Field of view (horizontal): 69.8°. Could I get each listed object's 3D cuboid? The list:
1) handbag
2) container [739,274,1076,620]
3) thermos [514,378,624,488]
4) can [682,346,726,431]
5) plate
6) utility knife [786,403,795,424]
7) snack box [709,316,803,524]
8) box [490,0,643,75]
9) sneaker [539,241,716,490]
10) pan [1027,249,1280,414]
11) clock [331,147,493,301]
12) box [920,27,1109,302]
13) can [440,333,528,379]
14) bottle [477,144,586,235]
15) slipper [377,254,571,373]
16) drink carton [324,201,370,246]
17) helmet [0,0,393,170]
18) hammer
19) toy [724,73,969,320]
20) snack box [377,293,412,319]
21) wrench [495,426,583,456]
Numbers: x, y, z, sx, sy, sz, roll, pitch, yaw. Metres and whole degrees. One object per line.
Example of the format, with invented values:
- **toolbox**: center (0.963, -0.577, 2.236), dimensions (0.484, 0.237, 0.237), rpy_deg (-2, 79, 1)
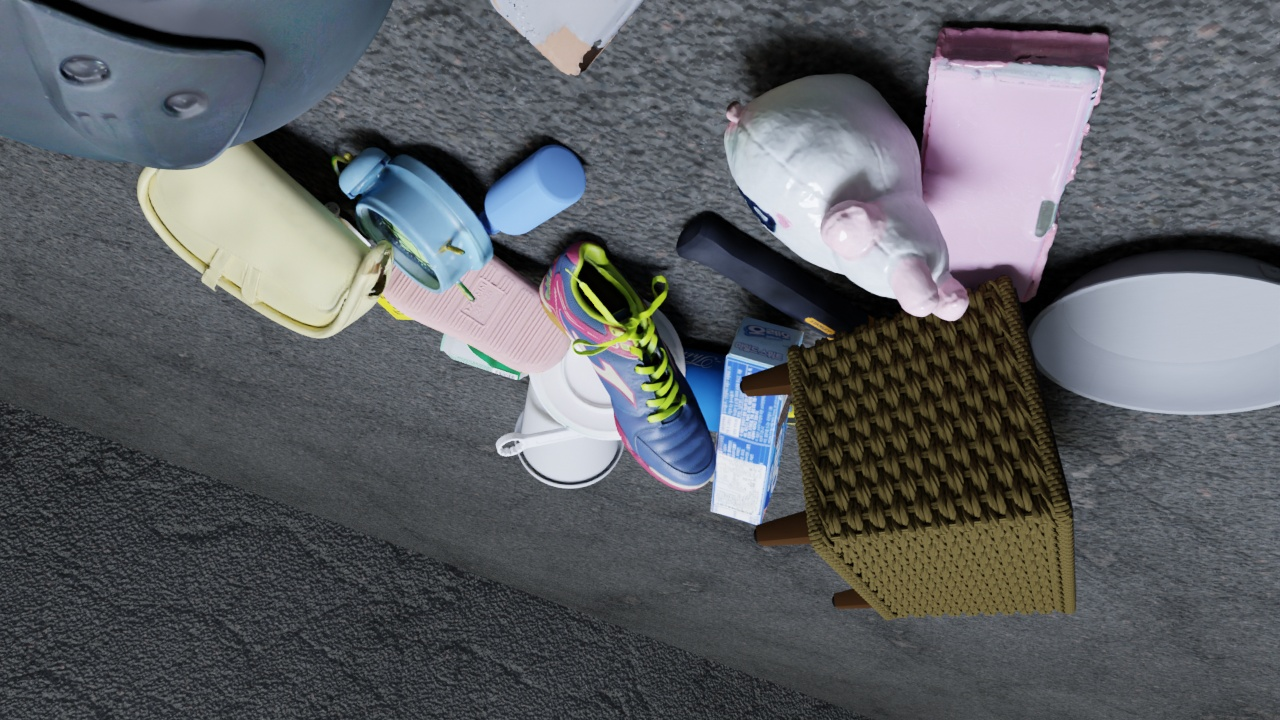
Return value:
- **handbag**: center (-0.325, -0.114, 0.799), dimensions (0.233, 0.088, 0.191), rpy_deg (42, 146, -4)
- **container**: center (0.223, 0.101, 0.747), dimensions (0.205, 0.176, 0.321), rpy_deg (-13, 151, 20)
- **thermos**: center (-0.077, 0.048, 1.032), dimensions (0.131, 0.131, 0.222), rpy_deg (16, 148, 4)
- **can**: center (0.068, 0.031, 0.936), dimensions (0.146, 0.078, 0.079), rpy_deg (11, 155, 14)
- **plate**: center (-0.035, 0.007, 0.897), dimensions (0.157, 0.157, 0.014), rpy_deg (16, -162, 3)
- **utility knife**: center (0.115, 0.061, 1.047), dimensions (0.214, 0.020, 0.029), rpy_deg (-2, 148, 39)
- **snack box**: center (0.104, 0.062, 0.848), dimensions (0.059, 0.059, 0.227), rpy_deg (15, 137, 14)
- **box**: center (-0.007, -0.230, 0.462), dimensions (0.081, 0.062, 0.217), rpy_deg (37, 150, -16)
- **sneaker**: center (-0.004, 0.004, 0.805), dimensions (0.242, 0.116, 0.091), rpy_deg (55, 146, 4)
- **pan**: center (0.405, -0.042, 0.590), dimensions (0.200, 0.050, 0.357), rpy_deg (20, 156, -6)
- **clock**: center (-0.197, -0.123, 0.782), dimensions (0.162, 0.060, 0.118), rpy_deg (37, 160, 13)
- **box**: center (0.222, -0.111, 0.582), dimensions (0.098, 0.037, 0.233), rpy_deg (9, 155, 16)
- **can**: center (-0.168, -0.015, 1.025), dimensions (0.101, 0.053, 0.053), rpy_deg (19, 156, -5)
- **bottle**: center (-0.098, -0.129, 0.742), dimensions (0.048, 0.048, 0.131), rpy_deg (30, 153, -27)
- **slipper**: center (-0.153, -0.059, 0.881), dimensions (0.197, 0.093, 0.081), rpy_deg (29, 180, 1)
- **drink carton**: center (-0.337, -0.131, 0.921), dimensions (0.122, 0.038, 0.069), rpy_deg (0, 152, 21)
- **helmet**: center (-0.215, -0.225, 0.387), dimensions (0.235, 0.248, 0.317), rpy_deg (-4, 163, -27)
- **hammer**: center (0.164, -0.034, 0.793), dimensions (0.312, 0.035, 0.140), rpy_deg (27, 152, -21)
- **toy**: center (0.128, -0.093, 0.547), dimensions (0.102, 0.179, 0.138), rpy_deg (-43, 151, 25)
- **snack box**: center (-0.218, -0.068, 0.980), dimensions (0.149, 0.025, 0.061), rpy_deg (3, 152, 28)
- **wrench**: center (-0.020, 0.067, 0.984), dimensions (0.273, 0.009, 0.047), rpy_deg (-10, 142, -20)
